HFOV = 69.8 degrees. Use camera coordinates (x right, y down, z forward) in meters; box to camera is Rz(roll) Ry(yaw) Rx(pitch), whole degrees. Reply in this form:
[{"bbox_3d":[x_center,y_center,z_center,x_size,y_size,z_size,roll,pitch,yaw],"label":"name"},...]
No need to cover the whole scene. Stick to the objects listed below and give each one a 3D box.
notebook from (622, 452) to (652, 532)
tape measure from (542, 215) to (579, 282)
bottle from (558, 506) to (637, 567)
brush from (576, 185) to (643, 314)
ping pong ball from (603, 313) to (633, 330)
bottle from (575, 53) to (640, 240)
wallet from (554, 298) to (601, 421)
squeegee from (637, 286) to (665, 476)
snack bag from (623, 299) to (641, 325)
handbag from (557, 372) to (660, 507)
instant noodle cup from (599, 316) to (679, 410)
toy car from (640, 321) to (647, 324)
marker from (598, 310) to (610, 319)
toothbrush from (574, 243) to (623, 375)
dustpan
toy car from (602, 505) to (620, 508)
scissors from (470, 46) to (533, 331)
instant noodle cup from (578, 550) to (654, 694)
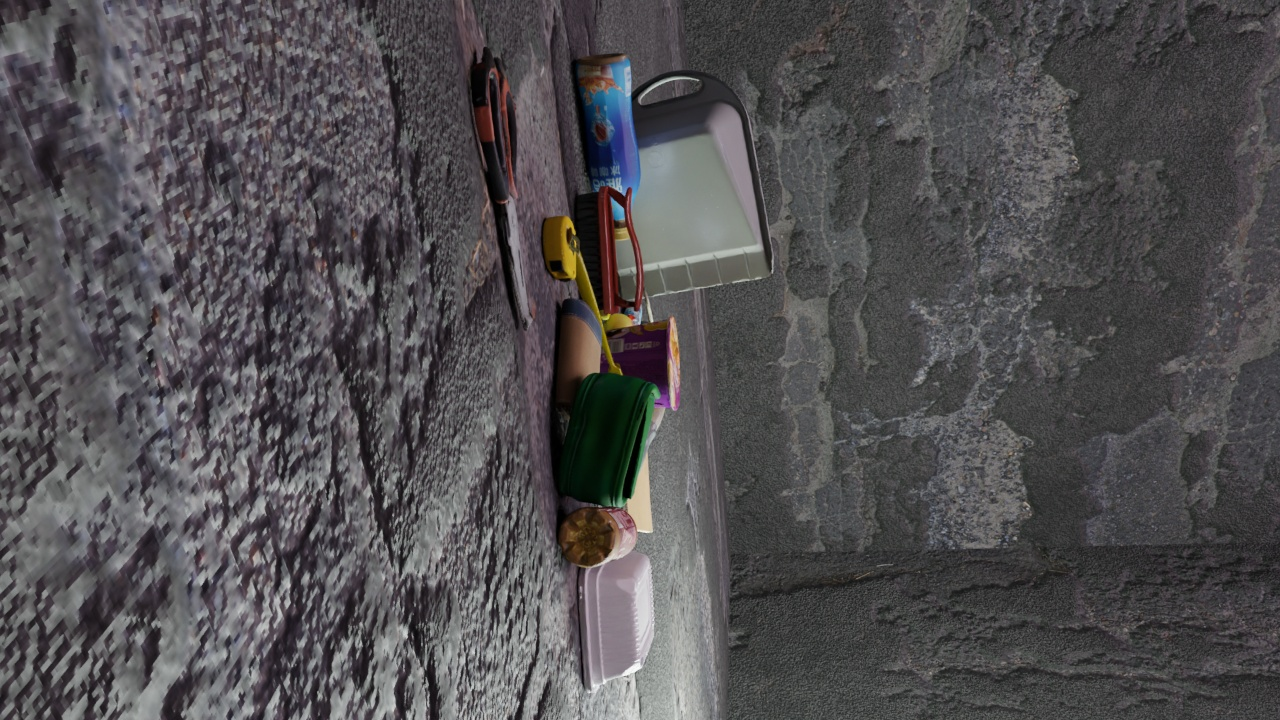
[{"bbox_3d":[-0.006,0.173,1.338,0.211,0.012,0.149,53,34,-75],"label":"notebook"},{"bbox_3d":[-0.076,-0.112,0.896,0.057,0.029,0.060,54,34,-74],"label":"tape measure"},{"bbox_3d":[-0.038,0.180,0.949,0.175,0.057,0.057,45,43,-77],"label":"bottle"},{"bbox_3d":[-0.034,-0.126,1.048,0.063,0.069,0.146,-33,120,-81],"label":"brush"},{"bbox_3d":[-0.028,-0.039,1.156,0.040,0.040,0.040,-2,89,-82],"label":"ping pong ball"},{"bbox_3d":[-0.034,-0.254,1.108,0.065,0.065,0.219,-76,161,-64],"label":"bottle"},{"bbox_3d":[-0.063,0.006,0.936,0.090,0.033,0.115,63,26,-64],"label":"wallet"},{"bbox_3d":[0.008,0.077,1.193,0.247,0.039,0.245,78,23,-51],"label":"squeegee"},{"bbox_3d":[-0.011,-0.063,1.325,0.105,0.026,0.045,-77,167,-63],"label":"snack bag"},{"bbox_3d":[-0.028,0.078,0.910,0.120,0.068,0.131,16,88,-79],"label":"handbag"},{"bbox_3d":[-0.006,0.006,1.087,0.111,0.099,0.111,-3,89,-80],"label":"instant noodle cup"},{"bbox_3d":[-0.004,-0.023,1.340,0.090,0.034,0.043,-78,165,-54],"label":"toy car"},{"bbox_3d":[-0.041,-0.074,1.176,0.124,0.015,0.018,-76,158,-73],"label":"marker"},{"bbox_3d":[-0.050,-0.054,0.992,0.016,0.016,0.190,-89,163,-61],"label":"toothbrush"},{"bbox_3d":[0.054,-0.237,1.206,0.142,0.223,0.258,-57,134,-56],"label":"dustpan"},{"bbox_3d":[-0.038,0.127,1.060,0.049,0.031,0.105,25,61,-80],"label":"toy car"},{"bbox_3d":[-0.105,-0.132,0.747,0.210,0.015,0.176,76,13,-55],"label":"scissors"},{"bbox_3d":[-0.022,0.278,1.025,0.173,0.060,0.138,-14,100,-83],"label":"instant noodle cup"}]
